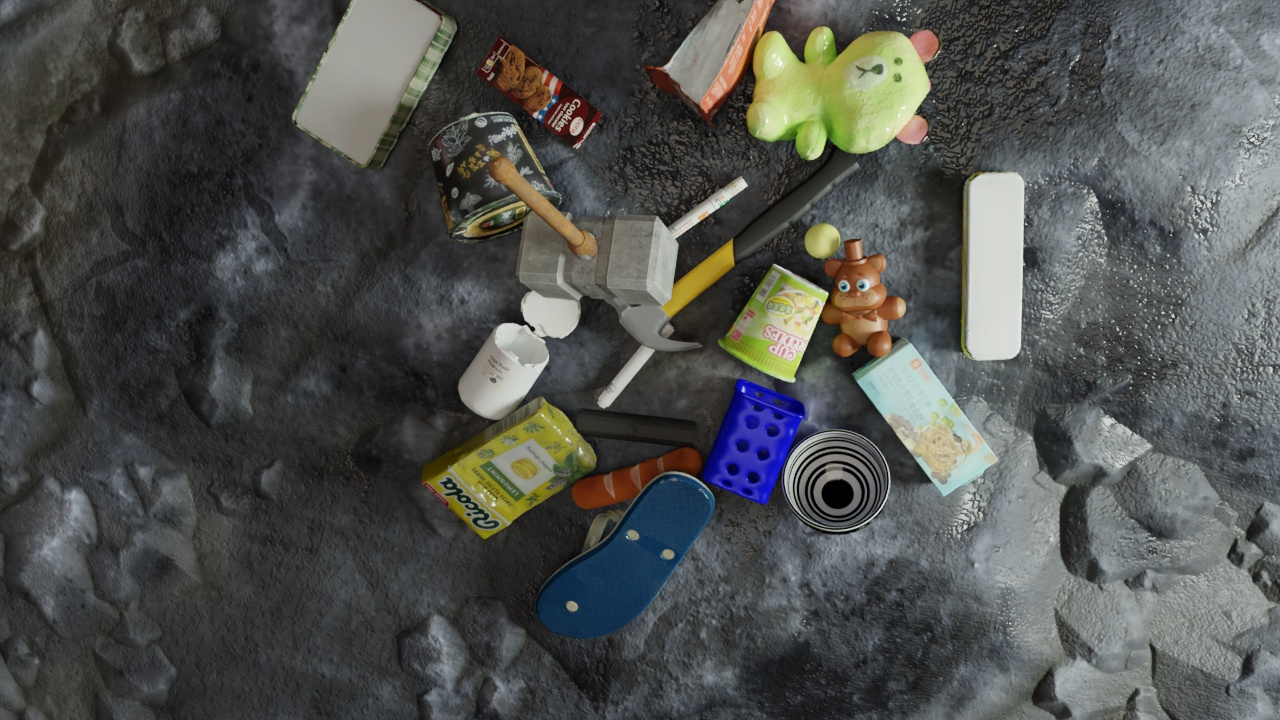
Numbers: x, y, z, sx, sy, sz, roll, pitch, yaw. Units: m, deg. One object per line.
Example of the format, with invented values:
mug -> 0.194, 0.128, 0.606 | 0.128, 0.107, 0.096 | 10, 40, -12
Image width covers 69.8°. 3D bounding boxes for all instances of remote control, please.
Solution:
remote control -> -0.006, 0.083, 1.117 | 0.147, 0.015, 0.033 | 6, 100, 7

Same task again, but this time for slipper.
slipper -> -0.015, 0.236, 1.118 | 0.118, 0.060, 0.296 | 36, 114, -6

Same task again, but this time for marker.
marker -> 0.060, -0.166, 1.068 | 0.146, 0.017, 0.017 | -35, 93, 12
marker -> -0.007, 0.006, 1.103 | 0.020, 0.017, 0.134 | 45, 103, 25

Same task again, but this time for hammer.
hammer -> -0.080, -0.137, 0.925 | 0.163, 0.317, 0.083 | 5, 81, 17
hammer -> 0.113, -0.129, 1.053 | 0.324, 0.029, 0.127 | -38, 77, 8

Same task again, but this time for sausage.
sausage -> -0.003, 0.144, 1.112 | 0.164, 0.044, 0.039 | -18, 59, 10

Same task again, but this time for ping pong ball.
ping pong ball -> 0.206, -0.136, 1.041 | 0.040, 0.040, 0.040 | 1, 99, 7

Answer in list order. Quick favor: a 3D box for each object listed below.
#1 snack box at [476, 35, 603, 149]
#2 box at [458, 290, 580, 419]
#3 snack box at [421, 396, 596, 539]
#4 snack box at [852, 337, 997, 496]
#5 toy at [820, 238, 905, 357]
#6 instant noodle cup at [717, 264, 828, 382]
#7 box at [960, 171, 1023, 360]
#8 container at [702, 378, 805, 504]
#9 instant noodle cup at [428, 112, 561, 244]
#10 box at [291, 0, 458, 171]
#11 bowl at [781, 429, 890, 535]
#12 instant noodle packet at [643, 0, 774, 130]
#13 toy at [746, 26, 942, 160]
snack box -> -0.116, -0.309, 1.061 | 0.141, 0.031, 0.051 | 38, 102, 1
box -> -0.144, -0.014, 1.096 | 0.084, 0.125, 0.156 | 41, 121, 4
snack box -> -0.155, 0.131, 1.106 | 0.181, 0.045, 0.121 | -31, 122, 11
snack box -> 0.324, 0.063, 1.052 | 0.075, 0.053, 0.174 | -37, 94, 11
toy -> 0.245, -0.070, 1.027 | 0.095, 0.065, 0.128 | -3, 110, 26
instant noodle cup -> 0.155, -0.045, 1.032 | 0.099, 0.098, 0.108 | 28, 102, 2
box -> 0.392, -0.104, 1.024 | 0.064, 0.037, 0.210 | -2, 98, 6
container -> 0.130, 0.093, 1.066 | 0.085, 0.084, 0.114 | 22, 102, 6
instant noodle cup -> -0.173, -0.209, 1.041 | 0.137, 0.137, 0.112 | -23, 85, 10
box -> -0.312, -0.337, 1.076 | 0.117, 0.051, 0.206 | 32, 101, 4
bowl -> 0.227, 0.147, 1.064 | 0.120, 0.066, 0.120 | -6, 65, 13
instant noodle packet -> 0.110, -0.360, 0.956 | 0.084, 0.164, 0.221 | 38, 102, 2
toy -> 0.214, -0.286, 0.992 | 0.197, 0.107, 0.150 | 7, 79, -3
